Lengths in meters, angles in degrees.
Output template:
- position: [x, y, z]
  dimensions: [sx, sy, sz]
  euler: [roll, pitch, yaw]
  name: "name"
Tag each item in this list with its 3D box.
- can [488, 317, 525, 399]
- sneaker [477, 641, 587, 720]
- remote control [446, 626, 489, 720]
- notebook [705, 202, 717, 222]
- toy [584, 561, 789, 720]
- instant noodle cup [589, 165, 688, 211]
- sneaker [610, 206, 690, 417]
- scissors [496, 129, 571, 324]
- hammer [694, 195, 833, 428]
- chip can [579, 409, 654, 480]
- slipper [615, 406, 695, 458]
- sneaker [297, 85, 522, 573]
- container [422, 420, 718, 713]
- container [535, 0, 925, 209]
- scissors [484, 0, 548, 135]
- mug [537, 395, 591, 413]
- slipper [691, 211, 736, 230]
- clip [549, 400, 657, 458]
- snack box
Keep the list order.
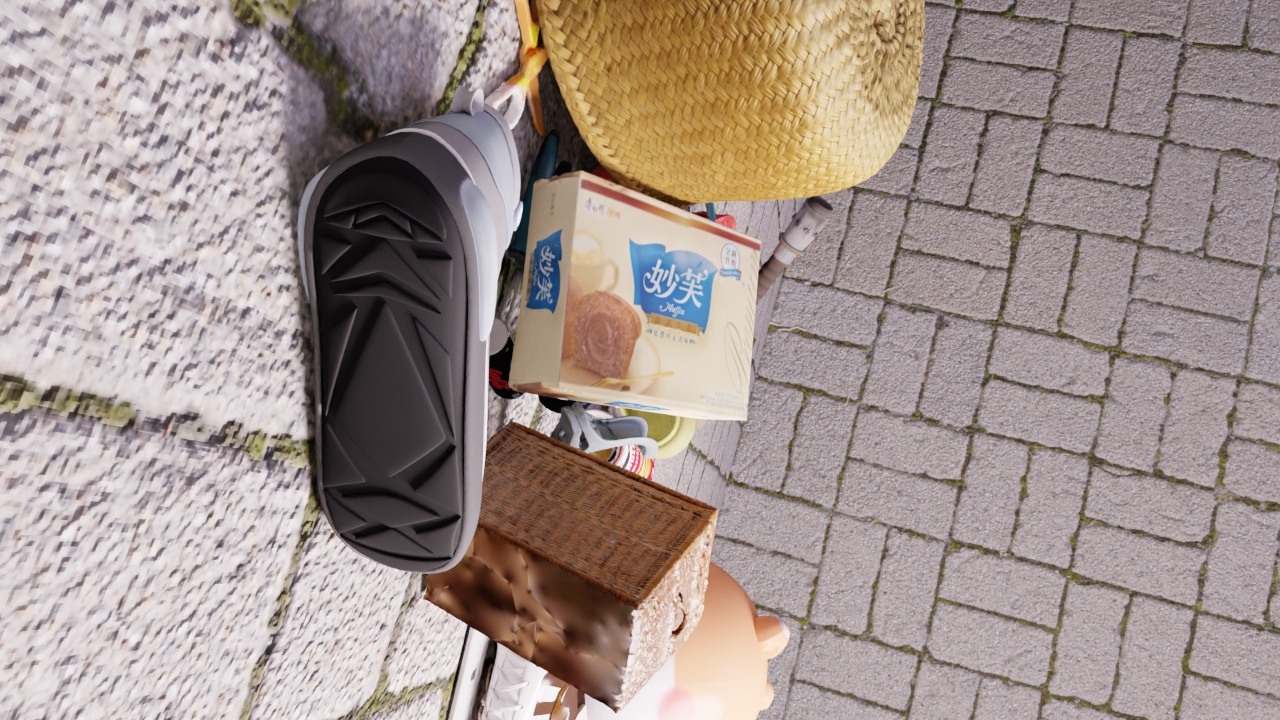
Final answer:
- position: [-0.103, 0.000, 0.672]
  dimensions: [0.080, 0.031, 0.031]
  euler: [77, 29, -64]
  name: "can"
- position: [-0.110, 0.295, 0.839]
  dimensions: [0.116, 0.112, 0.294]
  euler: [-29, 135, -54]
  name: "sneaker"
- position: [-0.153, 0.280, 0.818]
  dimensions: [0.045, 0.008, 0.146]
  euler: [2, 102, -77]
  name: "remote control"
- position: [0.072, -0.215, 1.038]
  dimensions: [0.181, 0.009, 0.253]
  euler: [71, 12, -68]
  name: "notebook"
- position: [0.020, 0.342, 1.037]
  dimensions: [0.265, 0.280, 0.263]
  euler: [-93, -175, -52]
  name: "toy"
- position: [0.001, -0.153, 0.839]
  dimensions: [0.112, 0.100, 0.100]
  euler: [-70, 168, -58]
  name: "instant noodle cup"
- position: [0.045, -0.042, 1.007]
  dimensions: [0.120, 0.127, 0.295]
  euler: [-29, 131, -46]
  name: "sneaker"
- position: [-0.079, -0.105, 0.692]
  dimensions: [0.118, 0.019, 0.151]
  euler: [-59, 163, -62]
  name: "scissors"
- position: [0.144, -0.082, 1.217]
  dimensions: [0.326, 0.100, 0.189]
  euler: [-54, 180, 31]
  name: "hammer"
- position: [-0.032, 0.108, 1.021]
  dimensions: [0.220, 0.069, 0.069]
  euler: [56, 49, -74]
  name: "chip can"
- position: [-0.005, 0.005, 0.914]
  dimensions: [0.081, 0.092, 0.190]
  euler: [5, 68, -55]
  name: "slipper"
- position: [-0.112, -0.015, 0.518]
  dimensions: [0.160, 0.093, 0.257]
  euler: [-72, 171, -58]
  name: "sneaker"
- position: [-0.055, 0.144, 0.667]
  dimensions: [0.112, 0.199, 0.114]
  euler: [-38, 143, -52]
  name: "container"
- position: [0.087, -0.260, 0.670]
  dimensions: [0.306, 0.197, 0.307]
  euler: [-7, 98, -61]
  name: "container"
- position: [-0.076, -0.199, 0.617]
  dimensions: [0.125, 0.011, 0.130]
  euler: [84, 25, -53]
  name: "scissors"
- position: [-0.048, -0.001, 0.769]
  dimensions: [0.085, 0.094, 0.121]
  euler: [90, 19, -46]
  name: "mug"
- position: [0.048, -0.131, 1.140]
  dimensions: [0.248, 0.059, 0.104]
  euler: [-26, 130, -54]
  name: "slipper"
- position: [-0.032, 0.075, 0.784]
  dimensions: [0.164, 0.031, 0.169]
  euler: [-11, 153, -37]
  name: "clip"
- position: [0.005, -0.040, 0.699]
  dimensions: [0.207, 0.055, 0.153]
  euler: [12, 81, -44]
  name: "snack box"
